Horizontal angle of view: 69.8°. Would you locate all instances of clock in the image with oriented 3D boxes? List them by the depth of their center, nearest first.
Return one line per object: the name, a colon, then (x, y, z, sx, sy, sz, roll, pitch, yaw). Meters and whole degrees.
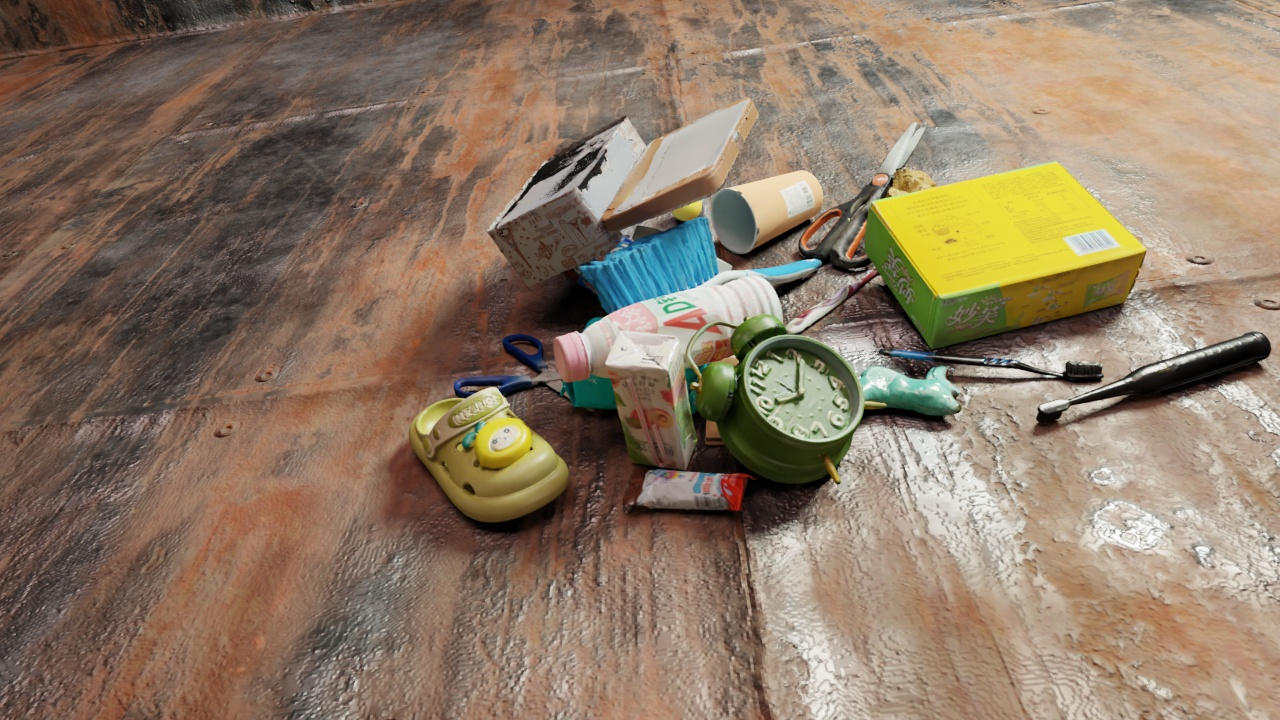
clock: (0.109, 0.026, 0.741, 0.161, 0.056, 0.115, 34, 55, 9)

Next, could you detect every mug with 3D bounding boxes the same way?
mug: (0.154, -0.182, 1.086, 0.122, 0.078, 0.078, -25, 36, -29)

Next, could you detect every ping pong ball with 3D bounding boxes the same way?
ping pong ball: (0.057, -0.196, 1.158, 0.040, 0.040, 0.040, -7, 34, 4)

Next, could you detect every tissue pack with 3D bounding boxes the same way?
tissue pack: (-0.005, 0.005, 0.860, 0.133, 0.050, 0.093, 5, 36, 14)

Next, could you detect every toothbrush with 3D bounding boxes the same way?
toothbrush: (0.425, 0.016, 0.765, 0.212, 0.027, 0.026, -16, 49, -8)
toothbrush: (0.309, 0.000, 0.814, 0.190, 0.016, 0.014, 7, 27, 14)
toothbrush: (0.211, -0.073, 0.956, 0.187, 0.017, 0.016, -32, 39, -31)

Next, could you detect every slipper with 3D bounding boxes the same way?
slipper: (-0.142, 0.067, 0.781, 0.091, 0.082, 0.191, -32, 37, -27)

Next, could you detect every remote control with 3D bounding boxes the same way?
remote control: (0.047, -0.116, 0.986, 0.056, 0.019, 0.135, 20, 2, 32)

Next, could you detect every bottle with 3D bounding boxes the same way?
bottle: (0.023, -0.023, 0.794, 0.196, 0.068, 0.068, -14, 33, -17)

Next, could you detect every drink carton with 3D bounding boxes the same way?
drink carton: (0.010, 0.036, 0.748, 0.053, 0.123, 0.045, 6, 45, 19)

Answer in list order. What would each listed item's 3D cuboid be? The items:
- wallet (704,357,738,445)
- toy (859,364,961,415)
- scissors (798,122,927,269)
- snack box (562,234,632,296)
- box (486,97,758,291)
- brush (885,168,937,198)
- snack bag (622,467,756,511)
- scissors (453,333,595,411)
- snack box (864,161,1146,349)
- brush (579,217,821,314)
wallet: (0.111, 0.034, 0.823, 0.101, 0.020, 0.115, -4, 36, 11)
toy: (0.234, 0.025, 0.797, 0.092, 0.030, 0.096, 13, 32, 22)
scissors: (0.256, -0.198, 1.057, 0.149, 0.022, 0.234, -2, 54, 28)
snack box: (-0.053, -0.121, 1.060, 0.058, 0.057, 0.207, -28, 38, -21)
box: (-0.013, -0.186, 0.944, 0.260, 0.082, 0.176, -17, 30, 34)
brush: (0.349, -0.151, 1.020, 0.083, 0.046, 0.254, -21, 40, -19)
snack bag: (0.039, 0.103, 0.729, 0.105, 0.026, 0.045, 0, 38, 17)
scissors: (-0.104, 0.014, 0.911, 0.162, 0.012, 0.174, -14, 34, -14)
snack box: (0.349, -0.108, 0.901, 0.210, 0.070, 0.157, -14, 46, -5)
brush: (0.074, -0.093, 0.913, 0.313, 0.109, 0.061, -30, 13, -39)
